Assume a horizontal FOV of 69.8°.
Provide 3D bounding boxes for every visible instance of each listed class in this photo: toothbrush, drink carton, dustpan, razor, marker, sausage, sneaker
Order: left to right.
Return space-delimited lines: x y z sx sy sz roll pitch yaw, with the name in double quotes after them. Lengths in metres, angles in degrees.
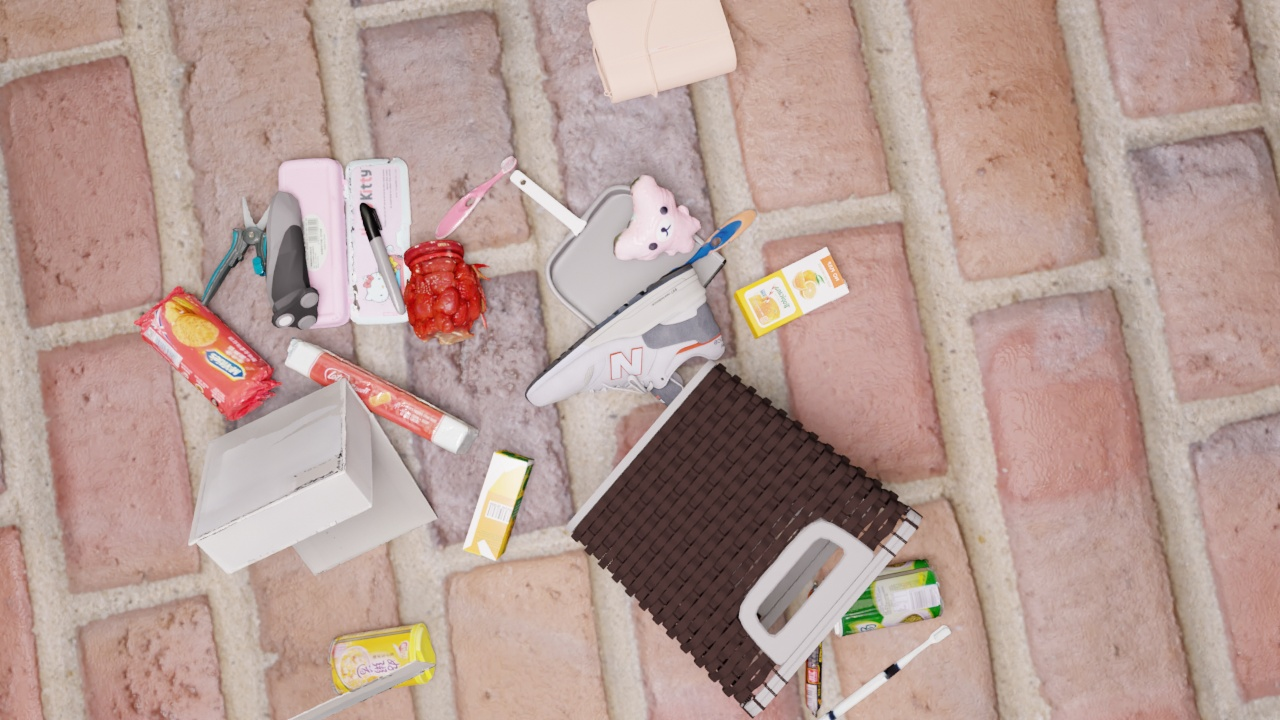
-0.400 -0.115 1.043 0.060 0.057 0.156 -21 78 29 "razor"
-0.300 -0.120 1.075 0.022 0.016 0.138 -23 94 -39 "marker"
-0.197 -0.195 1.096 0.021 0.016 0.135 44 89 12 "toothbrush"
-0.163 0.168 1.056 0.041 0.058 0.122 17 88 2 "drink carton"
-0.049 -0.136 1.080 0.257 0.033 0.163 39 89 3 "dustpan"
-0.006 0.006 1.033 0.240 0.088 0.124 -38 95 7 "sneaker"
0.082 -0.134 1.072 0.135 0.017 0.021 -39 98 -10 "toothbrush"
0.177 -0.079 1.066 0.122 0.040 0.058 -26 87 0 "drink carton"
0.200 0.332 1.056 0.020 0.020 0.155 1 88 2 "sausage"
0.280 0.363 1.054 0.187 0.017 0.012 -37 73 0 "toothbrush"

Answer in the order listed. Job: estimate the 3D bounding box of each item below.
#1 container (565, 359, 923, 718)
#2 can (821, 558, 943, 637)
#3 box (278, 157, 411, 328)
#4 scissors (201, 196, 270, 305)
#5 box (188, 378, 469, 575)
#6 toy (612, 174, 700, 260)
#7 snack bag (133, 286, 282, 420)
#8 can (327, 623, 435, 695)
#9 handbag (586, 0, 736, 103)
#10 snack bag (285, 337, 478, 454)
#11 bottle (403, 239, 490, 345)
0.096 0.167 0.959 0.243 0.245 0.247 41 89 6 "container"
0.271 0.267 1.034 0.121 0.067 0.067 -11 87 0 "can"
-0.350 -0.141 1.086 0.153 0.041 0.201 -4 88 1 "box"
-0.463 -0.115 1.068 0.118 0.019 0.148 -19 85 -2 "scissors"
-0.346 0.149 1.080 0.167 0.446 0.164 -24 76 0 "box"
0.023 -0.153 1.047 0.095 0.053 0.099 15 100 -18 "toy"
-0.503 -0.005 1.069 0.176 0.082 0.082 42 89 4 "snack bag"
-0.294 0.341 1.047 0.105 0.067 0.067 -9 87 2 "can"
0.013 -0.377 1.012 0.198 0.187 0.116 -16 80 -4 "handbag"
-0.296 0.043 1.056 0.225 0.077 0.041 26 85 3 "snack bag"
-0.222 -0.077 1.059 0.099 0.099 0.111 -13 77 1 "bottle"
